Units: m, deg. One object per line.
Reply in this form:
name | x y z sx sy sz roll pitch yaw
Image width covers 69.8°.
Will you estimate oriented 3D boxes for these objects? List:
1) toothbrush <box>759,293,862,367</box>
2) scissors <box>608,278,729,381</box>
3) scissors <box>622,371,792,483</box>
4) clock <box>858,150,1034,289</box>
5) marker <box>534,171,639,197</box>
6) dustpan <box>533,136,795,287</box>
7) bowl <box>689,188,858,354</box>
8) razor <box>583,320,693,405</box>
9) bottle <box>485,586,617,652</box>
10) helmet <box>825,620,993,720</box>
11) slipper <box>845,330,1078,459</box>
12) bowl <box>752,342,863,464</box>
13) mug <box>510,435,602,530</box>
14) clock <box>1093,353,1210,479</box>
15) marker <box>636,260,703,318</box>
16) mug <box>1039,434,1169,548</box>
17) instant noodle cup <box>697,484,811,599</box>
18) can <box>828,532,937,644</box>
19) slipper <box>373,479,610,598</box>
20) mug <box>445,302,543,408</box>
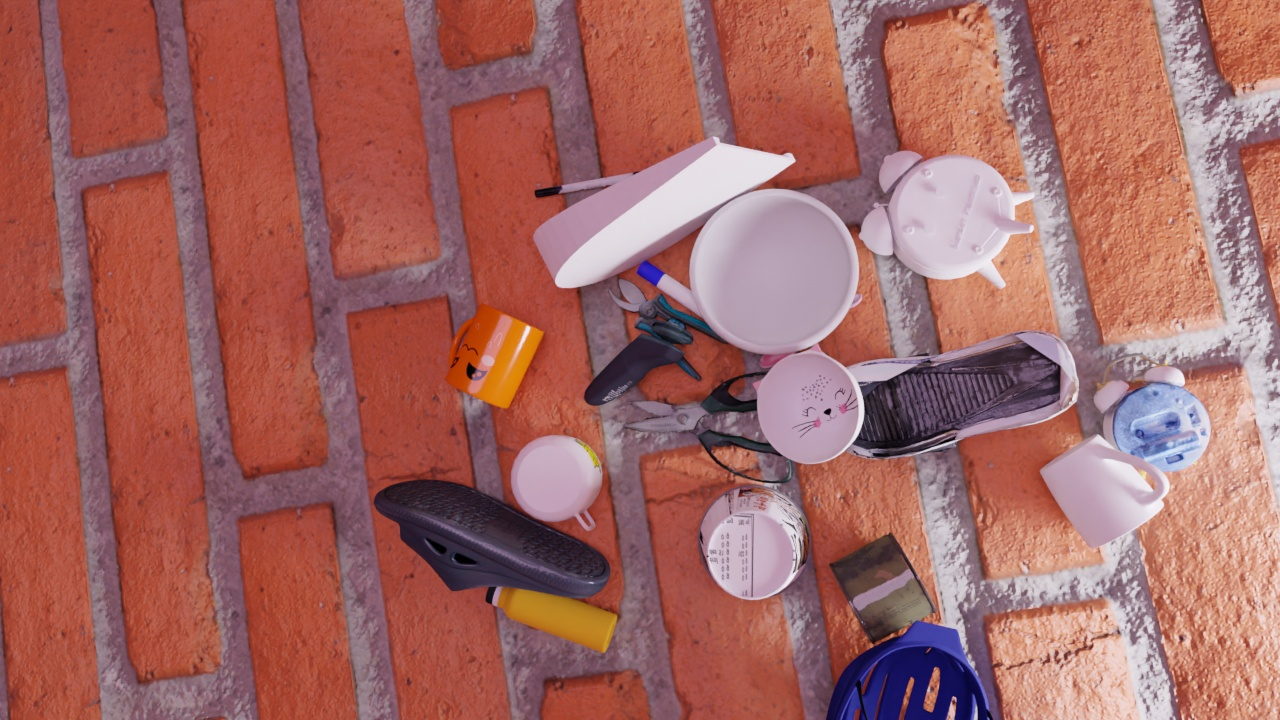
toothbrush | 0.187 -0.033 1.006 0.135 0.016 0.021 -35 80 4
scissors | 0.033 -0.037 1.030 0.155 0.019 0.126 -4 83 10
scissors | 0.079 0.087 1.015 0.210 0.015 0.137 -8 86 8
clock | 0.323 -0.153 0.966 0.161 0.073 0.125 18 88 10
marker | -0.049 -0.205 1.061 0.152 0.011 0.011 -8 84 9
dustpan | 0.008 -0.162 0.948 0.258 0.191 0.053 -32 80 30
bowl | 0.143 -0.092 0.992 0.177 0.066 0.176 -1 85 9
razor | -0.006 0.006 1.012 0.143 0.047 0.052 -40 55 19
bottle | -0.100 0.277 1.012 0.144 0.043 0.043 17 88 10
helmet | 0.257 0.371 0.856 0.148 0.227 0.241 13 90 1
slipper | 0.310 0.038 0.951 0.264 0.063 0.111 -18 83 29
bowl | 0.184 0.049 0.961 0.115 0.050 0.114 0 90 35
mug | -0.086 0.138 1.009 0.094 0.068 0.115 -36 81 4
clock | 0.514 0.054 0.929 0.089 0.052 0.125 -18 83 8
marker | 0.058 -0.066 1.027 0.141 0.020 0.020 35 91 10
mug | 0.462 0.121 0.904 0.080 0.114 0.087 -26 73 -27
instant noodle cup | 0.115 0.193 0.945 0.124 0.121 0.123 -1 85 9
can | 0.246 0.233 0.938 0.074 0.090 0.090 -29 81 5
slipper | -0.167 0.210 1.008 0.268 0.110 0.083 21 105 5
mug | -0.175 -0.011 1.040 0.113 0.077 0.096 25 89 41
